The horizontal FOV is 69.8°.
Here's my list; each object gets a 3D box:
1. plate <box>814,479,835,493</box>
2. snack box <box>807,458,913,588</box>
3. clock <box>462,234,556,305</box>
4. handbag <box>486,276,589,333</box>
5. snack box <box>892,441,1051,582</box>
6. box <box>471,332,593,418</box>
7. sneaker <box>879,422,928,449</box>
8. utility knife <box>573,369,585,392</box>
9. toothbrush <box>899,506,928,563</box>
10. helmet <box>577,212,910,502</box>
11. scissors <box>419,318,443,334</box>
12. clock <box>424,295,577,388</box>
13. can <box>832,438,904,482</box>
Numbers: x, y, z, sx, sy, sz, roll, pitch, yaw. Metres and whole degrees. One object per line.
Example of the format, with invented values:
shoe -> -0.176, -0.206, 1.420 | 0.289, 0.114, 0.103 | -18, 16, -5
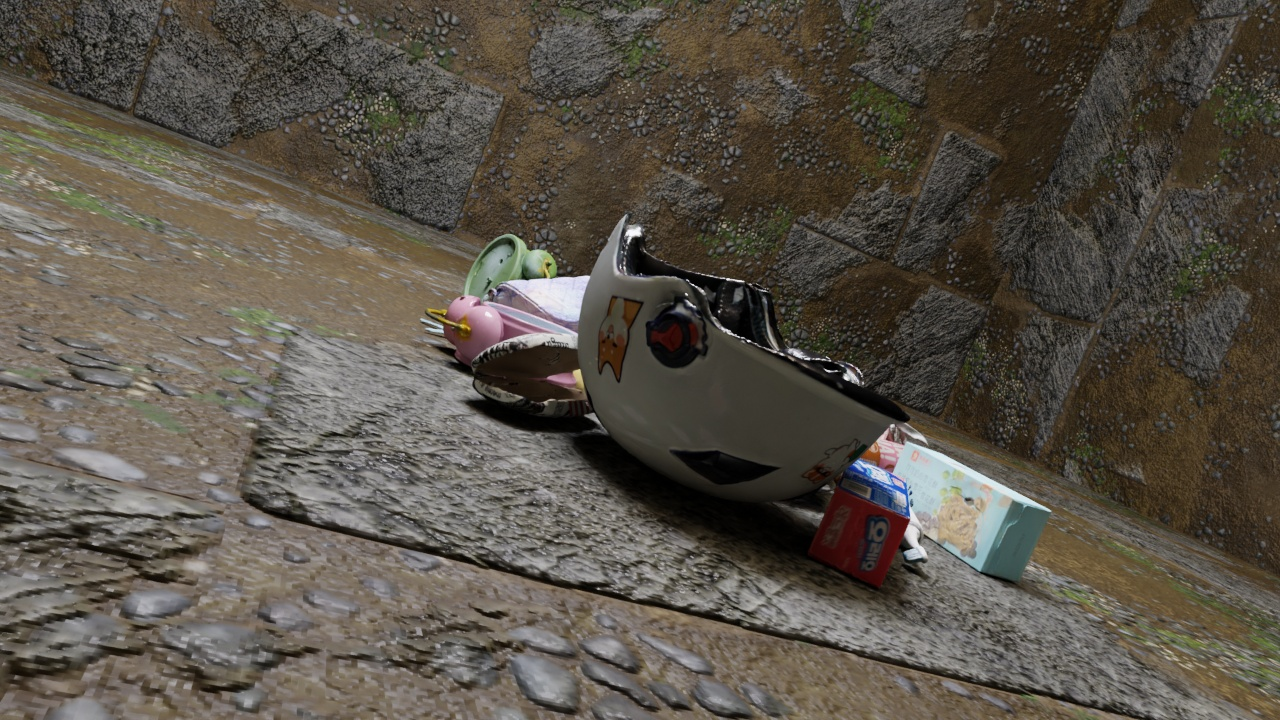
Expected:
plate -> 0.097, 0.091, 0.866 | 0.179, 0.024, 0.179 | 22, 4, -2
snack box -> 0.175, 0.118, 0.719 | 0.057, 0.058, 0.207 | 23, 6, 14
clock -> -0.167, -0.098, 1.188 | 0.056, 0.116, 0.161 | 30, -3, -36
handbag -> -0.068, -0.052, 1.089 | 0.193, 0.076, 0.134 | -6, 34, -42
snack box -> 0.312, 0.144, 0.900 | 0.051, 0.074, 0.175 | 18, 6, -21
box -> -0.079, 0.002, 0.750 | 0.075, 0.083, 0.163 | 13, 4, 23
sneaker -> 0.294, 0.103, 1.143 | 0.118, 0.088, 0.240 | 24, 7, 24
utility knife -> -0.045, 0.028, 0.894 | 0.022, 0.031, 0.221 | 21, 7, -33
toothbrush -> 0.236, 0.149, 0.819 | 0.026, 0.026, 0.221 | -17, 0, 10
helmet -> 0.052, 0.020, 0.705 | 0.229, 0.157, 0.274 | 19, 19, -48
scissors -> -0.171, -0.023, 0.976 | 0.133, 0.017, 0.130 | 19, 8, 9
clock -> -0.127, -0.018, 0.860 | 0.158, 0.060, 0.117 | 17, 7, -24
can -> 0.231, 0.106, 0.990 | 0.147, 0.058, 0.058 | 16, 8, -23
